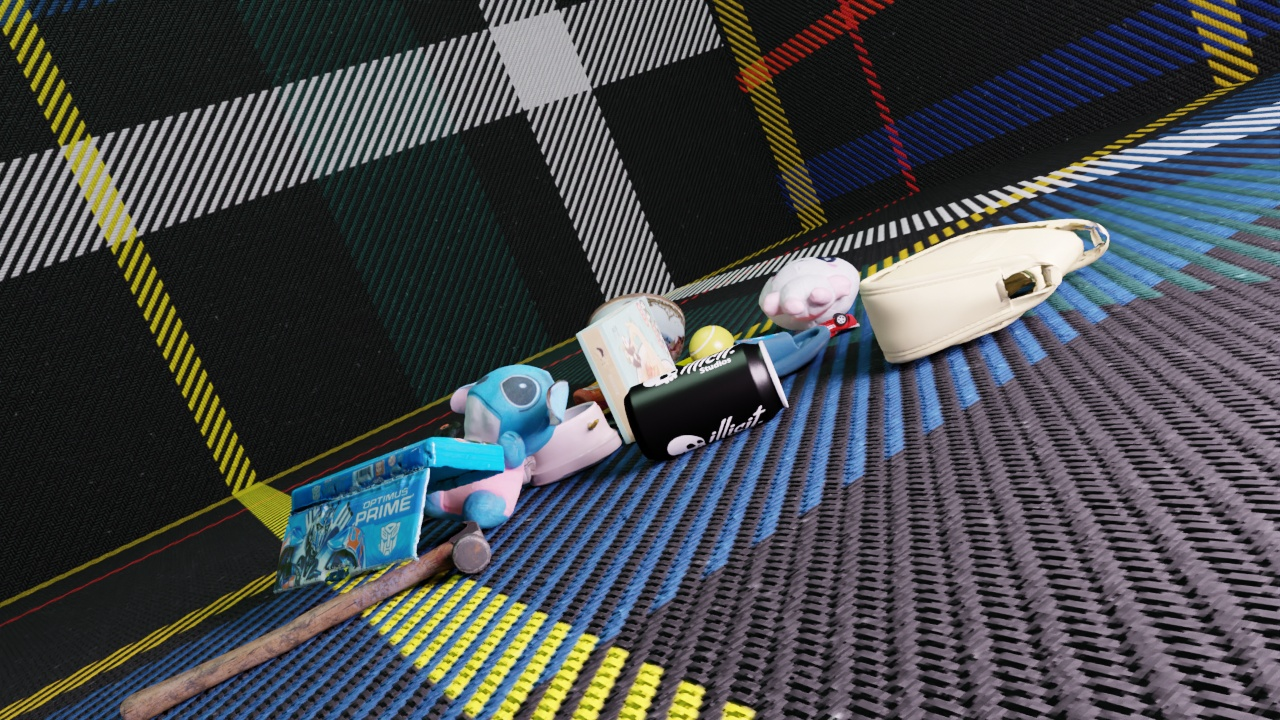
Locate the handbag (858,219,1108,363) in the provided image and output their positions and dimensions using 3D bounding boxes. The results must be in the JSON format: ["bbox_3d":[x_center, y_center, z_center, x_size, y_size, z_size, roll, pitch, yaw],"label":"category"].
[{"bbox_3d":[0.336,-0.072,0.895,0.191,0.088,0.232,-10,12,43],"label":"handbag"}]

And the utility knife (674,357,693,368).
[{"bbox_3d":[0.039,0.023,1.372,0.174,0.020,0.028,-23,21,-2],"label":"utility knife"}]

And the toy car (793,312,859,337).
[{"bbox_3d":[0.234,-0.038,1.180,0.089,0.025,0.038,-24,1,8],"label":"toy car"}]

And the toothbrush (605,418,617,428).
[{"bbox_3d":[-0.111,0.118,1.165,0.187,0.014,0.017,-26,24,-17],"label":"toothbrush"}]

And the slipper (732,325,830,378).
[{"bbox_3d":[0.123,0.003,1.094,0.214,0.059,0.103,-24,4,7],"label":"slipper"}]

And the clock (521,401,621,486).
[{"bbox_3d":[-0.103,0.101,1.069,0.158,0.059,0.116,-23,6,10],"label":"clock"}]

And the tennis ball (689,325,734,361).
[{"bbox_3d":[0.100,-0.016,1.278,0.065,0.065,0.065,-23,7,3],"label":"tennis ball"}]

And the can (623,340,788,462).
[{"bbox_3d":[0.063,0.040,0.898,0.146,0.080,0.080,-22,7,10],"label":"can"}]

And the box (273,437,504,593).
[{"bbox_3d":[-0.251,0.157,0.897,0.244,0.113,0.114,-21,-21,37],"label":"box"}]

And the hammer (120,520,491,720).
[{"bbox_3d":[-0.289,0.231,0.817,0.330,0.033,0.120,-25,3,-12],"label":"hammer"}]

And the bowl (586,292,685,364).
[{"bbox_3d":[-0.003,-0.018,1.441,0.160,0.160,0.093,-21,48,18],"label":"bowl"}]

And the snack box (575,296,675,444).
[{"bbox_3d":[-0.007,0.007,1.134,0.044,0.141,0.193,-22,7,19],"label":"snack box"}]

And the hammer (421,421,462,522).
[{"bbox_3d":[-0.273,0.142,1.252,0.133,0.033,0.333,-24,15,-2],"label":"hammer"}]

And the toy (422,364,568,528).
[{"bbox_3d":[-0.145,0.087,0.960,0.224,0.099,0.191,-1,59,54],"label":"toy"}]

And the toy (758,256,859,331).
[{"bbox_3d":[0.225,-0.087,1.228,0.139,0.101,0.179,-14,4,15],"label":"toy"}]

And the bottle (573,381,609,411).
[{"bbox_3d":[-0.030,0.033,1.332,0.134,0.048,0.071,-35,15,-22],"label":"bottle"}]

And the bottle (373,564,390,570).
[{"bbox_3d":[-0.281,0.196,1.003,0.042,0.042,0.110,-24,5,-7],"label":"bottle"}]
